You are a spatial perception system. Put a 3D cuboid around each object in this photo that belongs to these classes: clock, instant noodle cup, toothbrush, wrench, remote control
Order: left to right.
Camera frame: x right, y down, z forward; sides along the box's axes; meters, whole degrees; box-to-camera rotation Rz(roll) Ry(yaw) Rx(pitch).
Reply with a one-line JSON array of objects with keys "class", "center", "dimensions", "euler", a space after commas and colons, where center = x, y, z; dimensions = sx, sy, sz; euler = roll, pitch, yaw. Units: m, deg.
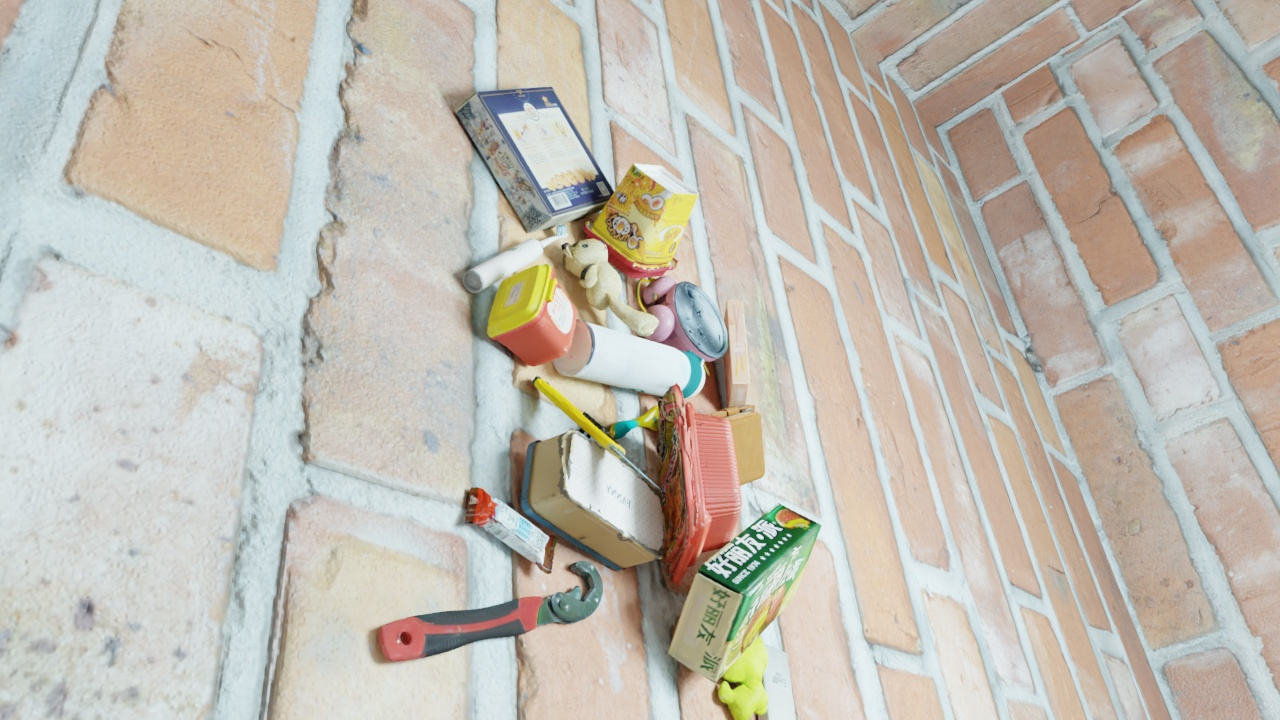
[{"class": "wrench", "center": [-0.121, 0.228, 0.827], "dimensions": [0.272, 0.016, 0.056], "euler": [1, 63, -54]}, {"class": "toothbrush", "center": [-0.139, -0.125, 1.083], "dimensions": [0.220, 0.027, 0.026], "euler": [-43, 139, -57]}, {"class": "instant noodle cup", "center": [0.007, -0.188, 1.215], "dimensions": [0.116, 0.124, 0.115], "euler": [40, 26, 21]}, {"class": "clock", "center": [0.050, -0.055, 1.259], "dimensions": [0.158, 0.060, 0.117], "euler": [39, 38, -32]}, {"class": "instant noodle cup", "center": [0.061, 0.139, 1.020], "dimensions": [0.079, 0.165, 0.188], "euler": [0, 56, -6]}, {"class": "remote control", "center": [0.157, 0.401, 1.067], "dimensions": [0.056, 0.019, 0.134], "euler": [31, 41, -37]}]

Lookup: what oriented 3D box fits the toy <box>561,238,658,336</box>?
[{"class": "toy", "center": [-0.037, -0.090, 1.141], "dimensions": [0.157, 0.066, 0.105], "euler": [48, 9, 13]}]

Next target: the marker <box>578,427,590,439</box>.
[{"class": "marker", "center": [-0.075, 0.099, 0.998], "dimensions": [0.018, 0.015, 0.123], "euler": [54, 33, -10]}]

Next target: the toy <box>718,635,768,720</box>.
[{"class": "toy", "center": [0.116, 0.352, 1.038], "dimensions": [0.096, 0.031, 0.100], "euler": [-1, 63, -44]}]

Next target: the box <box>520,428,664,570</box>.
[{"class": "box", "center": [-0.048, 0.142, 0.939], "dimensions": [0.184, 0.061, 0.089], "euler": [41, 38, -36]}]

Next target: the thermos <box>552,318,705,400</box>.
[{"class": "thermos", "center": [-0.007, 0.007, 1.121], "dimensions": [0.224, 0.073, 0.073], "euler": [15, 53, -47]}]

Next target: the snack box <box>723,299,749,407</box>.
[{"class": "snack box", "center": [0.136, -0.002, 1.317], "dimensions": [0.085, 0.026, 0.157], "euler": [91, -1, -51]}]

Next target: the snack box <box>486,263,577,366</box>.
[{"class": "snack box", "center": [-0.114, -0.047, 1.008], "dimensions": [0.080, 0.082, 0.091], "euler": [49, 33, -34]}]

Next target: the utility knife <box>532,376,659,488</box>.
[{"class": "utility knife", "center": [-0.047, 0.071, 0.944], "dimensions": [0.217, 0.015, 0.033], "euler": [37, -1, 38]}]

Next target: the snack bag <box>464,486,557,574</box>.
[{"class": "snack bag", "center": [-0.121, 0.161, 0.872], "dimensions": [0.104, 0.026, 0.048], "euler": [41, 31, -28]}]

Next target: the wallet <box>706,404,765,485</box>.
[{"class": "wallet", "center": [0.124, 0.116, 1.220], "dimensions": [0.131, 0.031, 0.108], "euler": [-9, 95, -56]}]

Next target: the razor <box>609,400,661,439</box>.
[{"class": "razor", "center": [-0.005, 0.078, 1.100], "dimensions": [0.132, 0.028, 0.043], "euler": [-14, 105, -60]}]

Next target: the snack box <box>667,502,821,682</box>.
[{"class": "snack box", "center": [0.123, 0.255, 1.040], "dimensions": [0.063, 0.115, 0.239], "euler": [25, 20, 24]}]

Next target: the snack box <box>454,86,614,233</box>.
[{"class": "snack box", "center": [-0.129, -0.266, 1.195], "dimensions": [0.182, 0.046, 0.177], "euler": [59, 32, -1]}]
